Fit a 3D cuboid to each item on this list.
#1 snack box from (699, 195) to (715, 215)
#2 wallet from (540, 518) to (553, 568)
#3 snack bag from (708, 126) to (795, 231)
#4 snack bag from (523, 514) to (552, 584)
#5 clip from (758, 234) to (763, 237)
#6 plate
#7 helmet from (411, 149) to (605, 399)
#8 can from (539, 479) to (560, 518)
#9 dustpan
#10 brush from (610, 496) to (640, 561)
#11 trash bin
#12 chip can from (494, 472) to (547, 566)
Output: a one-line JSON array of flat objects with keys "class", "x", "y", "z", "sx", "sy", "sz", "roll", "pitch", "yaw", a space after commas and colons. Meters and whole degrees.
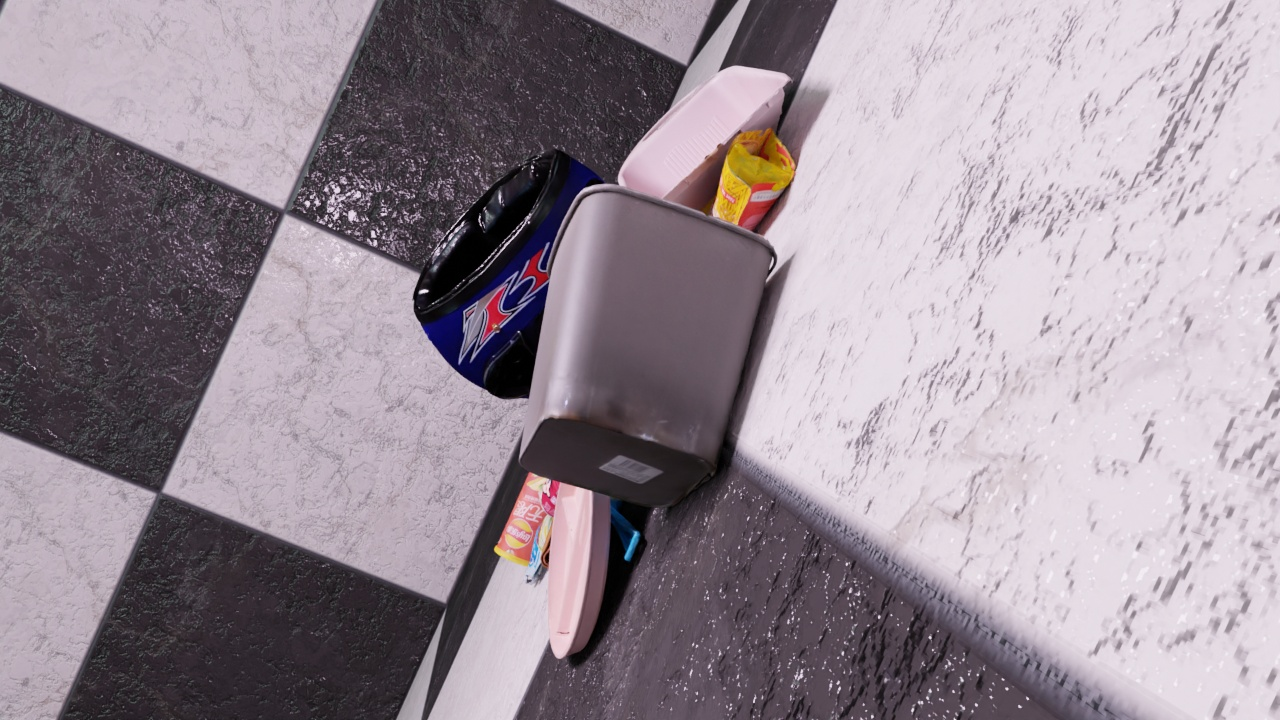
[{"class": "snack box", "x": 0.049, "y": -0.165, "z": 1.260, "sx": 0.210, "sy": 0.070, "sz": 0.158, "roll": -63, "pitch": 6, "yaw": -5}, {"class": "wallet", "x": -0.093, "y": 0.188, "z": 1.161, "sx": 0.131, "sy": 0.031, "sz": 0.108, "roll": -78, "pitch": 8, "yaw": -75}, {"class": "snack bag", "x": 0.103, "y": -0.157, "z": 1.027, "sx": 0.208, "sy": 0.073, "sz": 0.128, "roll": 114, "pitch": 175, "yaw": -58}, {"class": "snack bag", "x": -0.139, "y": 0.268, "z": 1.392, "sx": 0.192, "sy": 0.039, "sz": 0.110, "roll": 124, "pitch": 156, "yaw": -53}, {"class": "clip", "x": 0.095, "y": -0.092, "z": 0.963, "sx": 0.071, "sy": 0.034, "sz": 0.100, "roll": -77, "pitch": 9, "yaw": -47}, {"class": "plate", "x": -0.067, "y": 0.200, "z": 0.982, "sx": 0.230, "sy": 0.028, "sz": 0.229, "roll": -173, "pitch": 91, "yaw": -77}, {"class": "helmet", "x": -0.107, "y": -0.083, "z": 1.099, "sx": 0.316, "sy": 0.240, "sz": 0.246, "roll": -30, "pitch": 38, "yaw": 41}, {"class": "can", "x": -0.098, "y": 0.177, "z": 1.281, "sx": 0.094, "sy": 0.066, "sz": 0.066, "roll": 126, "pitch": 165, "yaw": -53}, {"class": "dustpan", "x": 0.051, "y": -0.268, "z": 1.082, "sx": 0.223, "sy": 0.139, "sz": 0.273, "roll": -42, "pitch": -6, "yaw": 7}, {"class": "brush", "x": -0.027, "y": 0.167, "z": 1.000, "sx": 0.083, "sy": 0.046, "sz": 0.255, "roll": -66, "pitch": 13, "yaw": 2}, {"class": "trash bin", "x": -0.002, "y": -0.002, "z": 0.831, "sx": 0.199, "sy": 0.198, "sz": 0.219, "roll": 125, "pitch": 159, "yaw": -60}, {"class": "chip can", "x": -0.174, "y": 0.238, "z": 1.562, "sx": 0.073, "sy": 0.073, "sz": 0.216, "roll": 161, "pitch": 132, "yaw": -79}]
